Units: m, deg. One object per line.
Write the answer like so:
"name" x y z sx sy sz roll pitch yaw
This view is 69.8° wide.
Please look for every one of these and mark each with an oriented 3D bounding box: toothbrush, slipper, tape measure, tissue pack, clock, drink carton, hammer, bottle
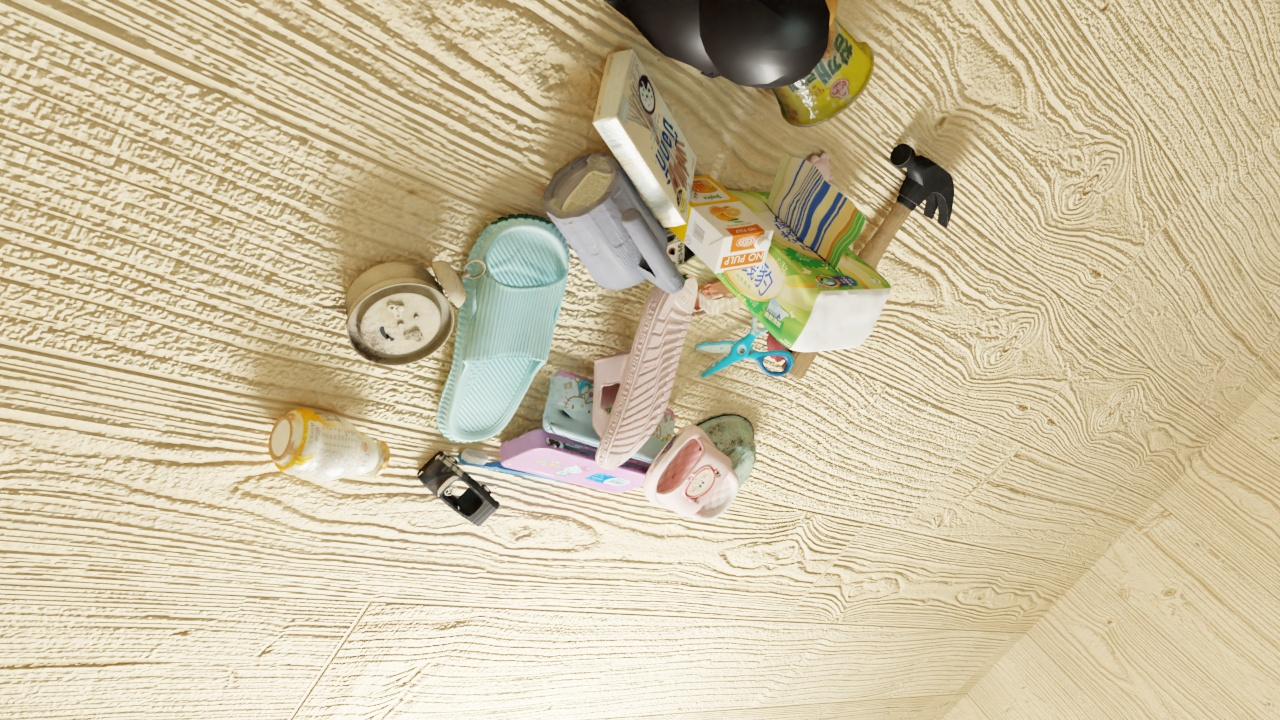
"toothbrush" -0.141 0.123 1.058 0.166 0.016 0.014 18 114 -45
"slipper" 0.069 0.151 1.139 0.106 0.056 0.221 -49 146 -3
"slipper" -0.006 0.006 1.000 0.094 0.064 0.240 -18 133 -54
"tape measure" 0.185 -0.032 1.159 0.059 0.019 0.051 -36 138 -15
"tissue pack" 0.160 -0.120 0.924 0.120 0.197 0.142 -10 134 -38
"clock" -0.203 -0.055 0.822 0.141 0.054 0.093 -29 139 -1
"drink carton" 0.072 -0.134 0.901 0.058 0.122 0.040 -12 132 -29
"hammer" 0.272 -0.107 1.129 0.132 0.040 0.306 17 111 -43
"bottle" -0.293 0.084 0.873 0.108 0.063 0.063 22 111 -46
"slipper" -0.132 -0.014 0.903 0.115 0.069 0.277 -4 129 -38

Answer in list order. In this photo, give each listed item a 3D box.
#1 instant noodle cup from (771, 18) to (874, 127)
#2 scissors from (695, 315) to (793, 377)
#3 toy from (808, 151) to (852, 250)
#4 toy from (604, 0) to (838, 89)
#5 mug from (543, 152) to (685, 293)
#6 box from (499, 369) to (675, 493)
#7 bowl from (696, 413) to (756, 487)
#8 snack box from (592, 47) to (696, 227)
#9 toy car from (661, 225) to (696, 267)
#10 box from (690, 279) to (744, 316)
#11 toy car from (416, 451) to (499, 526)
"instant noodle cup" 0.148 -0.289 0.847 0.102 0.102 0.108 -46 131 8
"scissors" 0.130 -0.005 1.118 0.140 0.013 0.113 -33 111 -11
"toy" 0.199 -0.168 1.024 0.075 0.037 0.125 -26 114 -30
"toy" 0.068 -0.278 0.721 0.140 0.184 0.159 -24 137 -17
"mug" -0.020 -0.120 0.846 0.083 0.124 0.104 -45 138 -7
"box" -0.050 0.095 1.071 0.214 0.062 0.140 22 108 -46
"bowl" 0.098 0.145 1.239 0.157 0.038 0.158 -20 136 -21
"snack box" 0.008 -0.198 0.833 0.026 0.081 0.150 -5 148 26
"toy car" 0.016 -0.110 0.945 0.112 0.040 0.049 -22 136 -19
"box" 0.143 -0.084 1.053 0.186 0.054 0.077 -18 167 -21
"toy car" -0.197 0.142 0.997 0.040 0.037 0.092 -44 107 7
